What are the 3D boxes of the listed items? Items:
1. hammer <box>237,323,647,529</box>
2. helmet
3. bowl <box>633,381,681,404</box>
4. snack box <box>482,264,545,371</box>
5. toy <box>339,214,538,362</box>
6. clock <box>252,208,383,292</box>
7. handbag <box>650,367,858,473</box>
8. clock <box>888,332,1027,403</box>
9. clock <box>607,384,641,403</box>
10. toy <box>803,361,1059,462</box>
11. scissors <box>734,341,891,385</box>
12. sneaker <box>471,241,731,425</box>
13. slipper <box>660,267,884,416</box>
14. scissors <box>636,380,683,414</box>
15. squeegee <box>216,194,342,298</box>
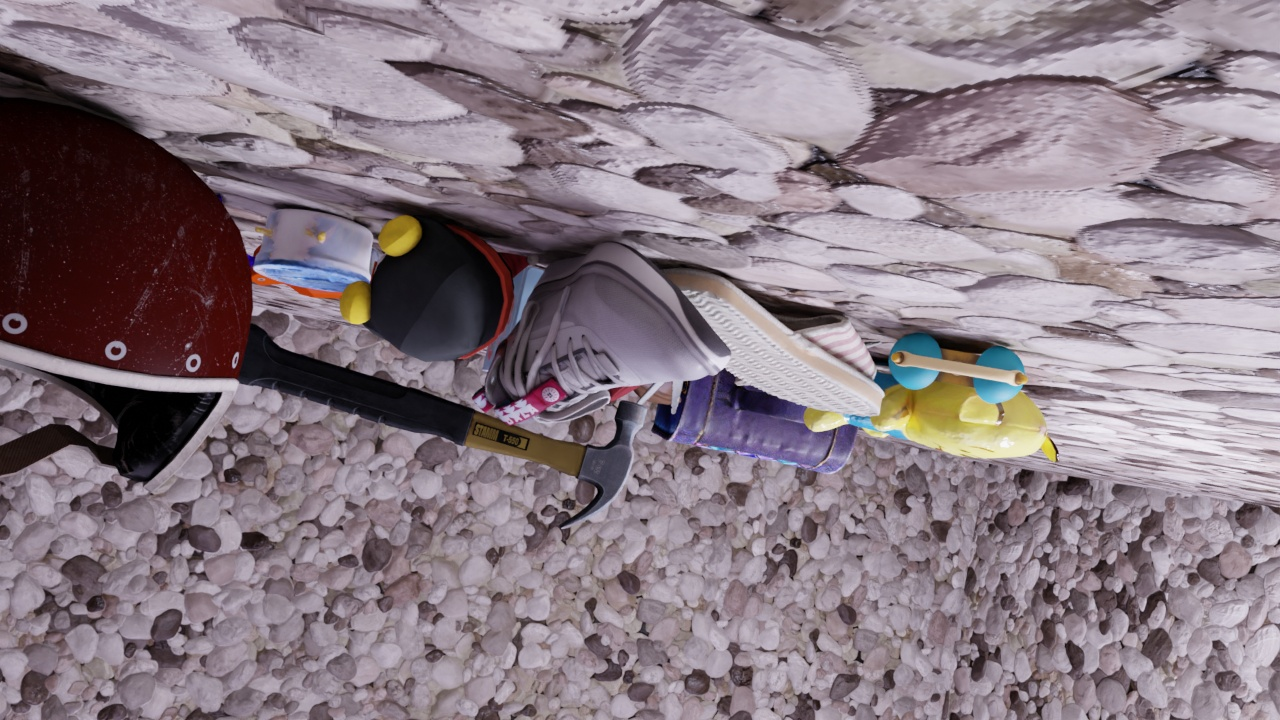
[{"bbox_3d":[-0.166,0.047,0.751,0.333,0.117,0.025,17,171,-9],"label":"hammer"},{"bbox_3d":[-0.350,-0.019,0.512,0.233,0.254,0.234,21,-165,-40],"label":"helmet"},{"bbox_3d":[-0.006,0.006,0.972,0.119,0.032,0.119,52,174,7],"label":"bowl"},{"bbox_3d":[-0.084,-0.027,0.807,0.079,0.093,0.095,14,175,-19],"label":"snack box"},{"bbox_3d":[-0.135,-0.051,0.652,0.099,0.098,0.119,40,-157,1],"label":"toy"},{"bbox_3d":[-0.258,-0.083,0.748,0.089,0.052,0.125,6,172,7],"label":"clock"},{"bbox_3d":[0.128,0.050,1.061,0.204,0.125,0.222,13,177,-15],"label":"handbag"},{"bbox_3d":[0.244,0.005,0.717,0.099,0.044,0.129,10,-177,13],"label":"clock"},{"bbox_3d":[-0.012,0.001,0.846,0.124,0.044,0.087,-27,170,-46],"label":"clock"},{"bbox_3d":[0.287,0.048,0.899,0.214,0.084,0.148,6,-179,43],"label":"toy"},{"bbox_3d":[0.136,-0.003,0.876,0.199,0.015,0.180,17,158,0],"label":"scissors"},{"bbox_3d":[-0.040,-0.004,0.623,0.097,0.128,0.263,44,165,-22],"label":"sneaker"},{"bbox_3d":[0.107,-0.018,0.718,0.115,0.052,0.262,2,160,45],"label":"slipper"},{"bbox_3d":[0.031,-0.006,0.796,0.014,0.141,0.165,61,-173,35],"label":"scissors"},{"bbox_3d":[-0.296,-0.085,0.857,0.184,0.055,0.250,0,166,-20],"label":"squeegee"}]
